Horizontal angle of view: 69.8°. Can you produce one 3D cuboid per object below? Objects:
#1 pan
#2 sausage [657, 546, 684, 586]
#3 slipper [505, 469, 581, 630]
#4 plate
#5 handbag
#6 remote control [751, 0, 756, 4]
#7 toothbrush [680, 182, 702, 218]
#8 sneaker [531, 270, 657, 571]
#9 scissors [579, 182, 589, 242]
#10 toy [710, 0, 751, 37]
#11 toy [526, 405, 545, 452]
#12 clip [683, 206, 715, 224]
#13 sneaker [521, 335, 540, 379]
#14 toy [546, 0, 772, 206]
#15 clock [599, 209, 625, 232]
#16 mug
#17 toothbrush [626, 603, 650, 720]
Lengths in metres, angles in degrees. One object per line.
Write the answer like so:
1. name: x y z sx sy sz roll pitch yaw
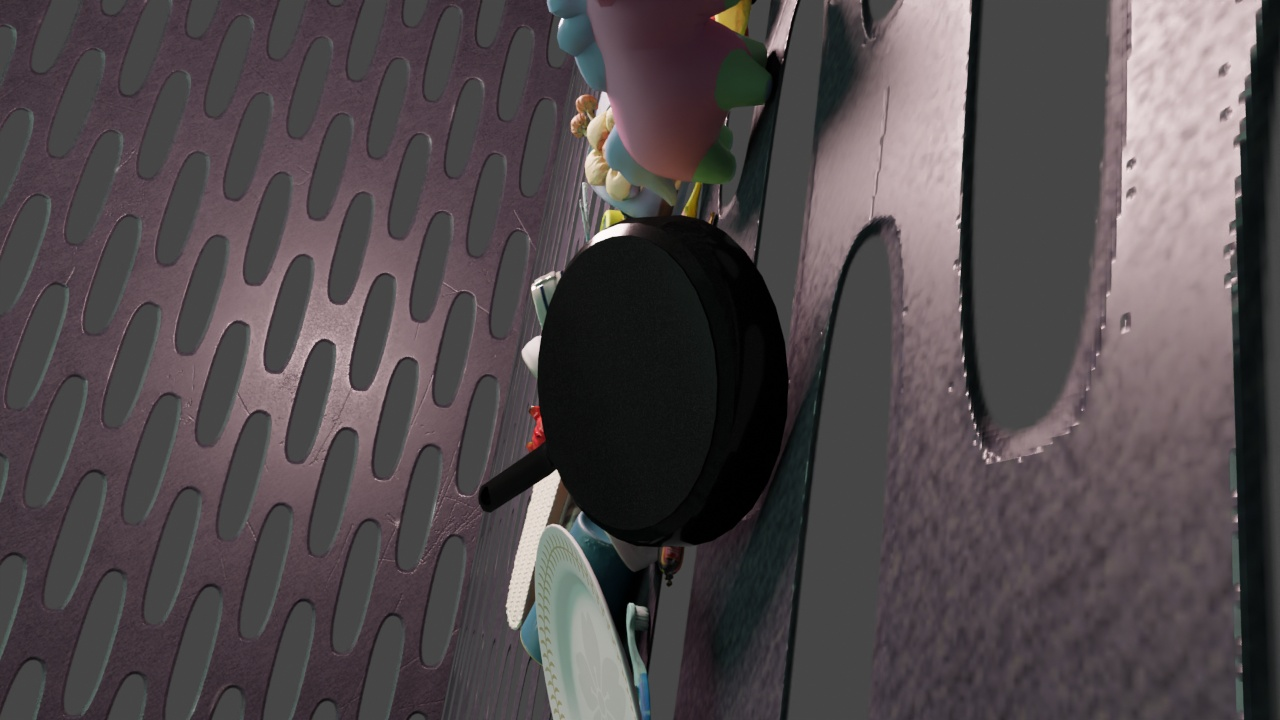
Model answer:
1. pan: -0.041 0.044 0.615 0.357 0.044 0.204 -36 64 46
2. sausage: 0.026 0.084 0.650 0.020 0.020 0.155 123 157 -60
3. slipper: -0.103 0.186 1.085 0.114 0.054 0.272 -177 103 -75
4. plate: -0.030 0.228 0.608 0.243 0.016 0.242 171 90 -70
5. handbag: -0.009 -0.216 0.894 0.191 0.118 0.122 -114 37 -53
6. remote control: 0.109 -0.334 0.702 0.152 0.020 0.041 127 153 -71
7. toothbrush: 0.042 -0.122 0.801 0.016 0.021 0.135 173 113 -82
8. sneaker: -0.013 0.036 0.704 0.118 0.088 0.241 68 -176 -78
9. scissors: -0.046 -0.083 0.884 0.168 0.014 0.170 62 -159 -87
10. toy: 0.062 -0.284 0.782 0.137 0.067 0.105 146 116 -72
11. toy: -0.070 0.091 0.932 0.133 0.094 0.088 -138 61 -75
12. clip: 0.040 -0.100 0.763 0.048 0.045 0.054 17 96 54
13. sneaker: -0.056 -0.009 0.962 0.079 0.087 0.235 -40 2 10
14. toy: 0.008 -0.217 0.678 0.119 0.171 0.223 -89 16 -46
15. clock: -0.017 -0.107 0.980 0.083 0.057 0.119 -116 33 -72
16. mug: -0.043 0.187 0.756 0.078 0.078 0.121 -106 36 -68
17. toothbrush: 0.000 0.230 0.640 0.135 0.017 0.022 -93 19 -46
